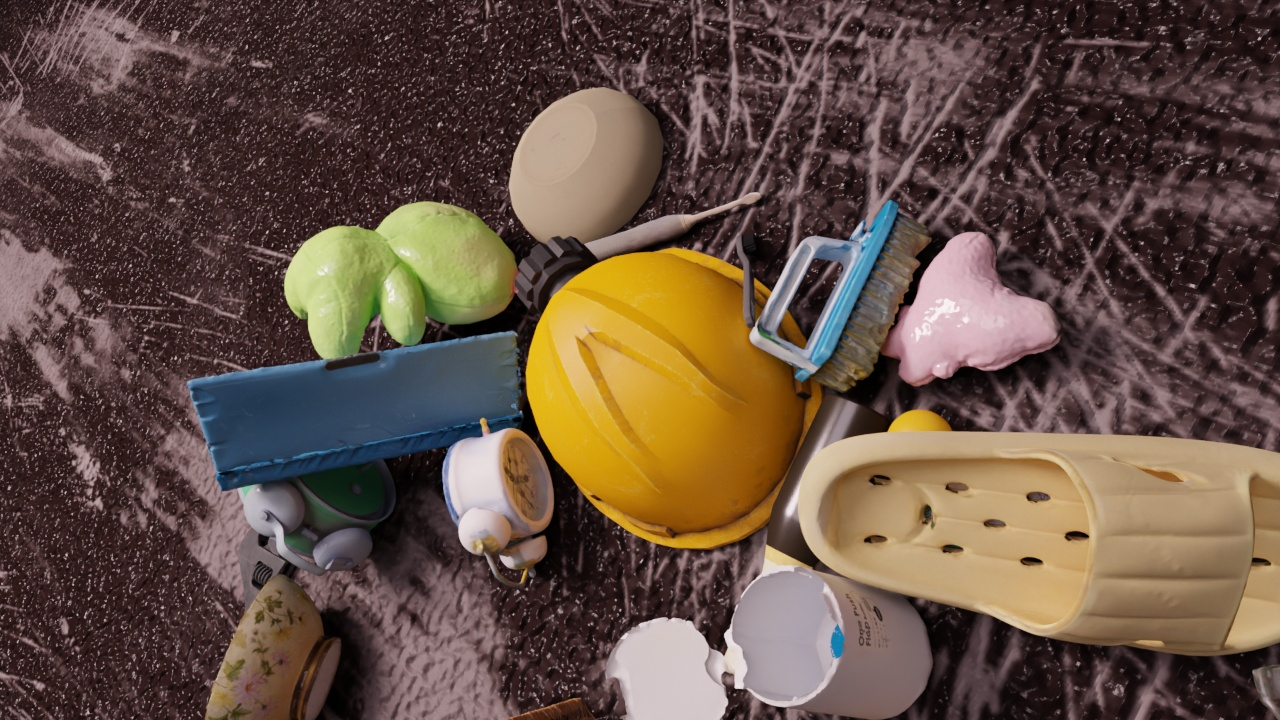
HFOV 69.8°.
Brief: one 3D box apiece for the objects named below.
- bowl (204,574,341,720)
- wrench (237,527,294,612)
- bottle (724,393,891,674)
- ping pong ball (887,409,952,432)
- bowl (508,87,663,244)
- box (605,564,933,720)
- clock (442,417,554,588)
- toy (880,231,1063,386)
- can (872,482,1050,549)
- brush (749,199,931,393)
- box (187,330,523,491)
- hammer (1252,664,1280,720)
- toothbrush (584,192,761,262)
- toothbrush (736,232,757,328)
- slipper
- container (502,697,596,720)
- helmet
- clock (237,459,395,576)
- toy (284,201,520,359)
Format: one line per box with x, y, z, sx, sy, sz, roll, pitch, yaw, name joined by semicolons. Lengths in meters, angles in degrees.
-0.286;0.251;0.742;0.063;0.145;0.145;15;76;-2;bowl
-0.355;0.274;0.828;0.073;0.018;0.272;-9;67;30;wrench
0.099;0.112;0.578;0.045;0.045;0.184;22;84;38;bottle
0.171;0.050;0.560;0.040;0.040;0.040;-13;63;28;ping pong ball
-0.058;-0.176;0.800;0.153;0.050;0.152;-13;63;28;bowl
0.074;0.170;0.515;0.137;0.146;0.084;-34;50;31;box
-0.104;0.109;0.687;0.052;0.089;0.125;-20;60;18;clock
0.195;-0.024;0.568;0.096;0.052;0.099;-40;49;17;toy
0.185;0.085;0.527;0.102;0.055;0.054;-26;58;22;can
0.132;-0.052;0.595;0.075;0.055;0.135;30;70;1;brush
-0.212;0.013;0.703;0.231;0.112;0.094;-9;42;-16;box
0.184;0.243;0.478;0.331;0.033;0.132;-17;63;28;hammer
0.012;-0.104;0.743;0.186;0.024;0.022;-17;101;27;toothbrush
0.073;-0.058;0.629;0.013;0.013;0.167;-18;22;15;toothbrush
0.205;0.095;0.451;0.262;0.079;0.111;5;107;18;slipper
-0.084;0.288;0.529;0.113;0.198;0.114;-47;64;13;container
-0.004;0.004;0.639;0.205;0.131;0.255;-47;54;7;helmet
-0.267;0.111;0.761;0.075;0.122;0.161;-41;30;13;clock
-0.198;-0.078;0.781;0.196;0.107;0.150;-28;46;-19;toy
